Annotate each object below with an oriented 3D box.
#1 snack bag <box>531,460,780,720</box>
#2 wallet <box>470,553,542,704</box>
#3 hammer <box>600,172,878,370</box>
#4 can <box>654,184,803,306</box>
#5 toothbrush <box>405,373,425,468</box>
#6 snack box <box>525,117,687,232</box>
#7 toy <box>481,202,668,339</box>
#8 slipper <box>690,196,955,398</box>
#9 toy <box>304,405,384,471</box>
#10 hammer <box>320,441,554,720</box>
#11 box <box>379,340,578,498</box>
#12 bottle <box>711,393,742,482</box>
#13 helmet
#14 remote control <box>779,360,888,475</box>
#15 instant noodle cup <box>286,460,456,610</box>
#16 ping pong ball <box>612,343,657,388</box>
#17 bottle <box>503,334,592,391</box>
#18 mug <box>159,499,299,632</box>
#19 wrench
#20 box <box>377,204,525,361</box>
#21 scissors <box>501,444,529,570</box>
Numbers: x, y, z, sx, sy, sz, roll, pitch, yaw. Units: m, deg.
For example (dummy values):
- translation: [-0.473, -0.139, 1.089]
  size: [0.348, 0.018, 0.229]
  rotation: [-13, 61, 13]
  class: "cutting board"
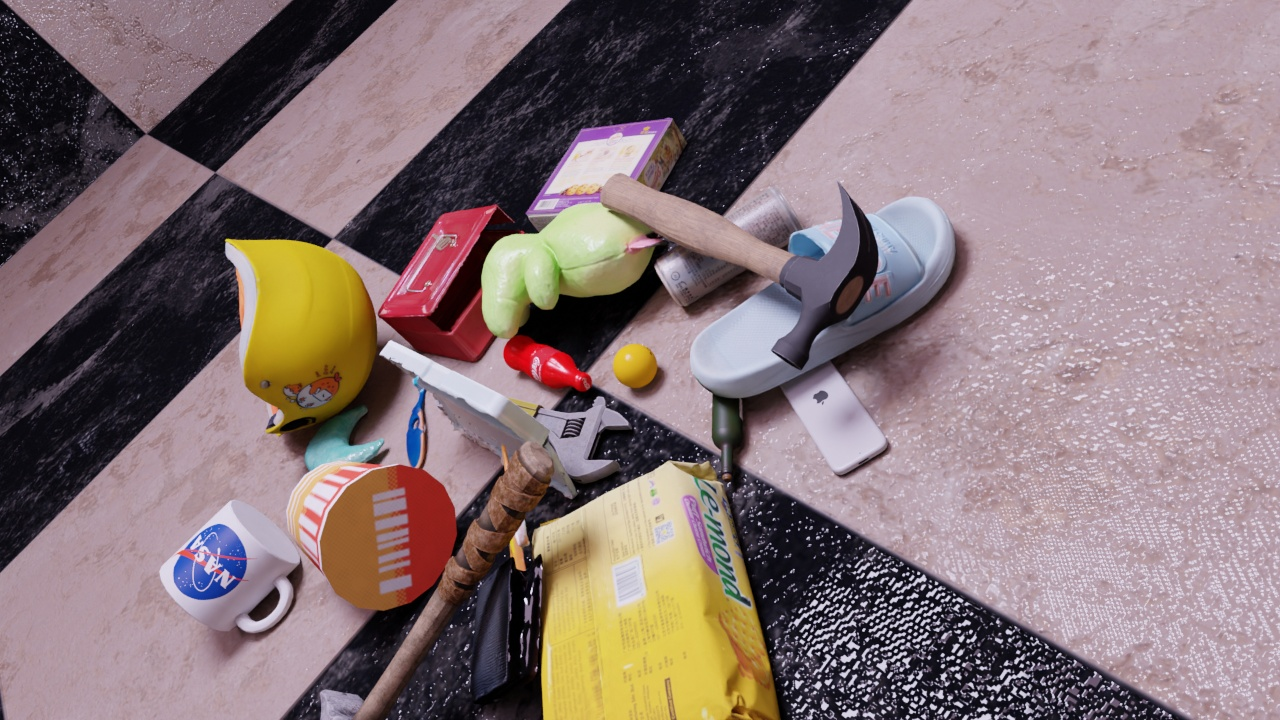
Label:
- translation: [-0.001, 0.184, 0.637]
  size: [0.160, 0.068, 0.246]
  rotation: [-26, 42, 13]
  class: "snack bag"
- translation: [-0.102, 0.200, 0.676]
  size: [0.115, 0.026, 0.089]
  rotation: [129, 146, -53]
  class: "wallet"
- translation: [0.063, -0.108, 0.764]
  size: [0.305, 0.040, 0.132]
  rotation: [34, 90, 46]
  class: "hammer"
- translation: [0.082, -0.105, 0.856]
  size: [0.136, 0.054, 0.054]
  rotation: [-32, 40, 8]
  class: "can"
- translation: [-0.235, 0.061, 0.967]
  size: [0.022, 0.017, 0.134]
  rotation: [-29, 41, 16]
  class: "toothbrush"
- translation: [-0.040, -0.210, 1.055]
  size: [0.144, 0.040, 0.147]
  rotation: [6, 56, 40]
  class: "snack box"
- translation: [-0.074, -0.100, 0.919]
  size: [0.197, 0.107, 0.150]
  rotation: [-32, 9, 9]
  class: "toy"
- translation: [0.145, -0.058, 0.737]
  size: [0.245, 0.074, 0.104]
  rotation: [-33, 42, -3]
  class: "slipper"
- translation: [-0.322, 0.093, 0.993]
  size: [0.085, 0.033, 0.105]
  rotation: [-36, 37, -12]
  class: "toy"
- translation: [-0.154, 0.192, 0.676]
  size: [0.319, 0.049, 0.121]
  rotation: [-56, 33, 15]
  class: "hammer"
- translation: [-0.143, 0.048, 0.817]
  size: [0.197, 0.134, 0.040]
  rotation: [22, 69, 46]
  class: "box"
- translation: [0.070, 0.053, 0.739]
  size: [0.025, 0.025, 0.105]
  rotation: [-17, 44, 23]
  class: "bottle"
- translation: [-0.367, -0.026, 1.029]
  size: [0.139, 0.241, 0.209]
  rotation: [-11, 64, -18]
  class: "helmet"
- translation: [0.142, 0.030, 0.719]
  size: [0.045, 0.008, 0.146]
  rotation: [-32, 40, 7]
  class: "remote control"
- translation: [-0.251, 0.147, 0.828]
  size: [0.121, 0.123, 0.123]
  rotation: [7, 57, 49]
  class: "instant noodle cup"
- translation: [-0.005, 0.005, 0.828]
  size: [0.040, 0.040, 0.040]
  rotation: [-21, 43, 20]
  class: "ping pong ball"
- translation: [-0.089, 0.006, 0.894]
  size: [0.119, 0.036, 0.036]
  rotation: [22, 68, 46]
  class: "bottle"
- translation: [-0.391, 0.211, 0.899]
  size: [0.121, 0.091, 0.090]
  rotation: [43, 82, 15]
  class: "mug"
- translation: [-0.113, 0.059, 0.876]
  size: [0.274, 0.018, 0.083]
  rotation: [9, 59, 42]
  class: "wrench"
- translation: [-0.203, -0.086, 1.033]
  size: [0.129, 0.092, 0.157]
  rotation: [8, 62, 44]
  class: "box"
- translation: [-0.102, 0.128, 0.741]
  size: [0.011, 0.128, 0.125]
  rotation: [-7, 76, -16]
  class: "scissors"
